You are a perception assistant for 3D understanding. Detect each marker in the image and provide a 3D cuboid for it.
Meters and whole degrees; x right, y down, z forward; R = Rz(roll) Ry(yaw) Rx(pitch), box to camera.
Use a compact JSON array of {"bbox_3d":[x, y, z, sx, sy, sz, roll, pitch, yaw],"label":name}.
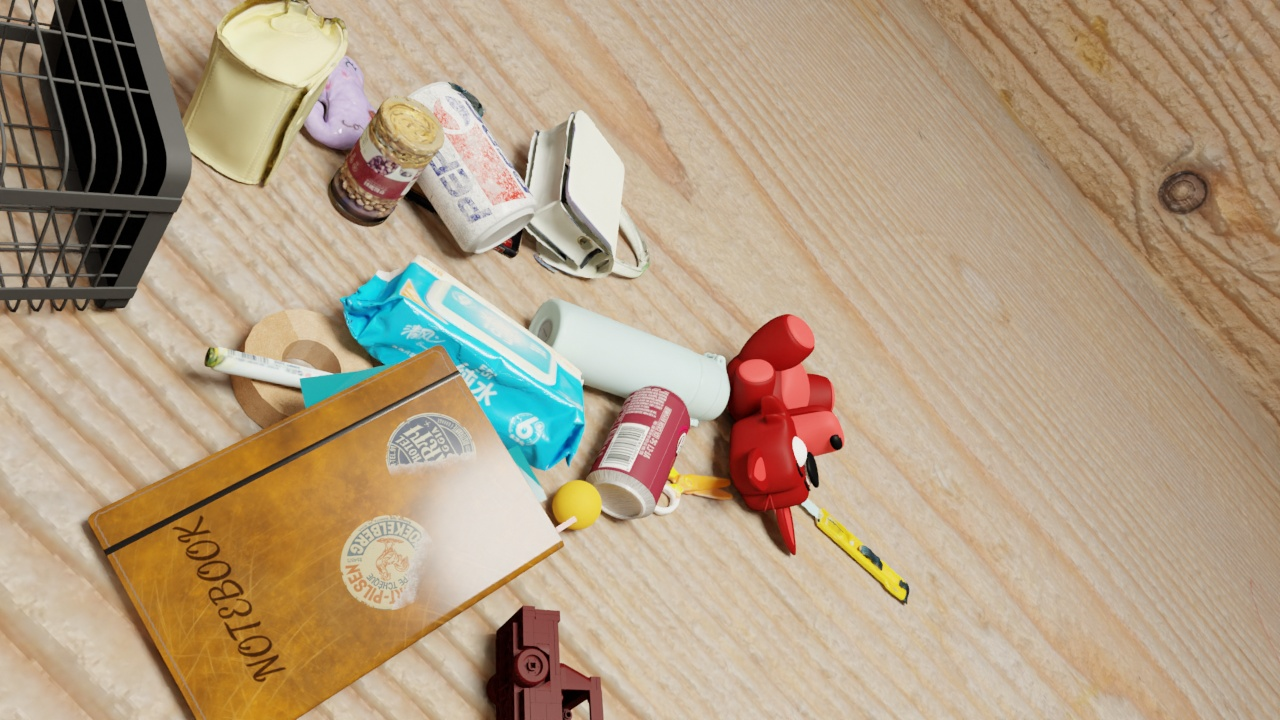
[{"bbox_3d":[-0.222,0.014,0.633,0.146,0.017,0.017,17,50,-35],"label":"marker"}]

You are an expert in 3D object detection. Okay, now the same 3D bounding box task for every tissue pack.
[{"bbox_3d":[-0.132,-0.004,0.721,0.209,0.066,0.117,36,15,-15],"label":"tissue pack"}]

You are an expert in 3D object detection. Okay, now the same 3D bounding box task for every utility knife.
[{"bbox_3d":[0.230,0.202,0.985,0.175,0.017,0.030,39,31,-11],"label":"utility knife"}]

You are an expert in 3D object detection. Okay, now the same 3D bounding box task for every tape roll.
[{"bbox_3d":[-0.240,0.010,0.656,0.094,0.027,0.093,25,46,-29],"label":"tape roll"}]

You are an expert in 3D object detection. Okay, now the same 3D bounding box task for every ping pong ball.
[{"bbox_3d":[-0.052,0.118,0.749,0.040,0.040,0.040,25,46,-29],"label":"ping pong ball"}]

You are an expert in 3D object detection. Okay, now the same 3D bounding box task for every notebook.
[{"bbox_3d":[-0.183,0.097,0.576,0.248,0.014,0.178,-29,83,-27],"label":"notebook"}]

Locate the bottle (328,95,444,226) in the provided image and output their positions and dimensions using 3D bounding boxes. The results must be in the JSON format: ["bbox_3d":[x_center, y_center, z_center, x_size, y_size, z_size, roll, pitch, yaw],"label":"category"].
[{"bbox_3d":[-0.210,-0.163,0.757,0.056,0.105,0.056,25,46,-29],"label":"bottle"}]

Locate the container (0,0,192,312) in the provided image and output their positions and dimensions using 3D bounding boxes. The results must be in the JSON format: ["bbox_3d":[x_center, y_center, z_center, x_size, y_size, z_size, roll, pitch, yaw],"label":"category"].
[{"bbox_3d":[-0.378,-0.152,0.538,0.130,0.163,0.241,-5,65,-46],"label":"container"}]

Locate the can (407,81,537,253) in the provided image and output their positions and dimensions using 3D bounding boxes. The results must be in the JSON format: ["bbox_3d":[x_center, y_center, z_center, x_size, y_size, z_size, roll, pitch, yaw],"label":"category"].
[{"bbox_3d":[-0.157,-0.168,0.808,0.136,0.078,0.078,56,39,-1],"label":"can"}]

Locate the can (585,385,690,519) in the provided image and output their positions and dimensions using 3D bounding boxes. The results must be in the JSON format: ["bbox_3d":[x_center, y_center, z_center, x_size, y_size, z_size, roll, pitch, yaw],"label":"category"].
[{"bbox_3d":[0.000,0.079,0.801,0.063,0.063,0.113,40,48,-15],"label":"can"}]

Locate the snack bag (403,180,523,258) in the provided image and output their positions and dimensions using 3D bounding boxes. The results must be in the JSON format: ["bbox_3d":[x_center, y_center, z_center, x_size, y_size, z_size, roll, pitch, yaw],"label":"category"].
[{"bbox_3d":[-0.174,-0.160,0.860,0.155,0.018,0.074,29,45,-25],"label":"snack bag"}]

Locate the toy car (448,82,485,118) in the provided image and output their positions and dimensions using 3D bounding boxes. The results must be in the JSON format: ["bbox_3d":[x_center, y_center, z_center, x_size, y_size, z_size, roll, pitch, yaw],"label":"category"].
[{"bbox_3d":[-0.183,-0.235,0.899,0.048,0.032,0.105,29,36,-25],"label":"toy car"}]

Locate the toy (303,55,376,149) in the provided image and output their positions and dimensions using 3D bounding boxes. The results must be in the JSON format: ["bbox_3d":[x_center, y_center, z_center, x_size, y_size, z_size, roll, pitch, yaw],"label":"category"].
[{"bbox_3d":[-0.270,-0.230,0.807,0.080,0.037,0.099,-22,79,-46],"label":"toy"}]

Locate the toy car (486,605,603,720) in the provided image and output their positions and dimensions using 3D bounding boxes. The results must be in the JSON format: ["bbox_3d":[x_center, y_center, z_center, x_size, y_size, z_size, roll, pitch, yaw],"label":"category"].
[{"bbox_3d":[-0.063,0.256,0.606,0.061,0.070,0.169,11,53,-24],"label":"toy car"}]

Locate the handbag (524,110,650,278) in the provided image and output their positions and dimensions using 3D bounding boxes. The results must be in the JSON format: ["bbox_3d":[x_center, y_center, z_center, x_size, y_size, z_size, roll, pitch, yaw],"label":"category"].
[{"bbox_3d":[-0.051,-0.145,0.947,0.176,0.074,0.151,44,36,-41],"label":"handbag"}]

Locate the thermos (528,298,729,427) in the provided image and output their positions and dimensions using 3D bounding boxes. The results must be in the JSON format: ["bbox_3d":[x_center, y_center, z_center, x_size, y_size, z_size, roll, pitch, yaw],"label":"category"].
[{"bbox_3d":[-0.005,0.005,0.863,0.206,0.065,0.078,21,85,-34],"label":"thermos"}]

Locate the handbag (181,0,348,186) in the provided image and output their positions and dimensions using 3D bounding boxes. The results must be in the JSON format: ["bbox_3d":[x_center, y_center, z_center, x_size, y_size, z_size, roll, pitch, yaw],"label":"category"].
[{"bbox_3d":[-0.288,-0.215,0.711,0.081,0.120,0.111,35,42,-17],"label":"handbag"}]

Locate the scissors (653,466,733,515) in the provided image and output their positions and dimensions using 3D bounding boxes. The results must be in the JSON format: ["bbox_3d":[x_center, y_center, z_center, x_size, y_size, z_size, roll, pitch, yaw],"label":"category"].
[{"bbox_3d":[0.044,0.122,0.863,0.131,0.013,0.073,20,49,-32],"label":"scissors"}]

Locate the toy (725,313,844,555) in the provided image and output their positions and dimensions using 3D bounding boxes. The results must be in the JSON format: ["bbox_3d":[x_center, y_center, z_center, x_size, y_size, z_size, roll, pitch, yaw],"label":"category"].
[{"bbox_3d":[0.141,0.070,0.917,0.158,0.121,0.196,61,28,-46],"label":"toy"}]
